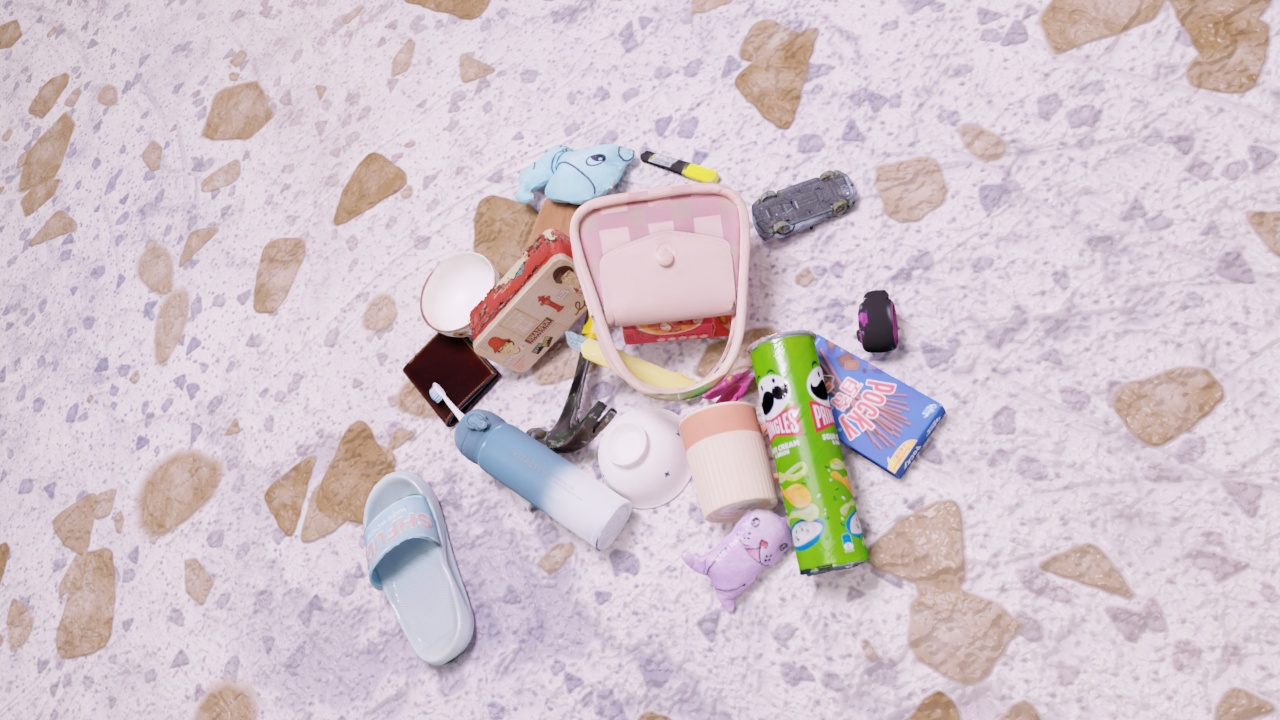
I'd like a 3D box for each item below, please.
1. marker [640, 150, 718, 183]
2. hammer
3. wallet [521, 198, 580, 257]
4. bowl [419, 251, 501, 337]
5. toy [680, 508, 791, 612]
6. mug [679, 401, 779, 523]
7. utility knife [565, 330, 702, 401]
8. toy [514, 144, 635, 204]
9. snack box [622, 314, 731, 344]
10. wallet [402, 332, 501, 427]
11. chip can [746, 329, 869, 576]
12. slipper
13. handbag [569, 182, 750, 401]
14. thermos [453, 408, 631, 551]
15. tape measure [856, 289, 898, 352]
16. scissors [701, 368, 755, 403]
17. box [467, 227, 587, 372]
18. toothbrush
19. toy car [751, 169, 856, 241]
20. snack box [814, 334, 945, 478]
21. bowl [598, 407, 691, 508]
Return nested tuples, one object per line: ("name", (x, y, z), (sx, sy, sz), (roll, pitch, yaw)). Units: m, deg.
("marker", (0.048, -0.244, 1.160), (0.124, 0.015, 0.018), (26, 81, 34))
("hammer", (-0.053, -0.044, 1.101), (0.126, 0.032, 0.322), (-7, 61, 46))
("wallet", (-0.102, -0.152, 1.190), (0.101, 0.020, 0.115), (17, 80, 30))
("bowl", (-0.223, -0.078, 1.192), (0.114, 0.062, 0.113), (-9, 67, 21))
("toy", (0.104, 0.193, 0.931), (0.108, 0.039, 0.084), (-41, 103, 4))
("mug", (0.107, 0.105, 0.959), (0.114, 0.082, 0.105), (-8, 65, -10))
("utility knife", (-0.006, 0.006, 1.031), (0.173, 0.019, 0.030), (25, 65, -8))
("toy", (-0.087, -0.243, 1.198), (0.161, 0.050, 0.156), (-33, 47, -2))
("snack box", (0.040, -0.081, 1.054), (0.127, 0.044, 0.113), (-5, 67, 1))
("wallet", (-0.247, 0.015, 1.191), (0.096, 0.020, 0.122), (-45, 58, -1))
("chip can", (0.166, 0.091, 0.911), (0.072, 0.072, 0.235), (-16, 74, 19))
("slipper", (-0.273, 0.242, 1.080), (0.104, 0.074, 0.245), (-36, 60, 9))
("handbag", (0.028, -0.068, 0.988), (0.193, 0.093, 0.234), (-7, 76, -1))
("thermos", (-0.115, 0.129, 1.031), (0.220, 0.070, 0.070), (31, 85, 20))
("tape measure", (0.245, -0.037, 0.955), (0.039, 0.057, 0.057), (-6, 51, 20))
("scissors", (0.126, 0.014, 0.992), (0.137, 0.017, 0.096), (-30, 16, 13))
("box", (-0.130, -0.076, 1.109), (0.169, 0.091, 0.079), (-44, 43, 21))
("toothbrush", (-0.190, 0.100, 1.112), (0.221, 0.026, 0.026), (43, 98, 26))
("toy car", (0.187, -0.177, 1.053), (0.121, 0.037, 0.054), (-21, 61, 6))
("snack box", (0.224, 0.045, 0.950), (0.157, 0.026, 0.084), (34, 87, 32))
("bowl", (-0.004, 0.099, 1.015), (0.118, 0.064, 0.118), (-10, 65, 21))
